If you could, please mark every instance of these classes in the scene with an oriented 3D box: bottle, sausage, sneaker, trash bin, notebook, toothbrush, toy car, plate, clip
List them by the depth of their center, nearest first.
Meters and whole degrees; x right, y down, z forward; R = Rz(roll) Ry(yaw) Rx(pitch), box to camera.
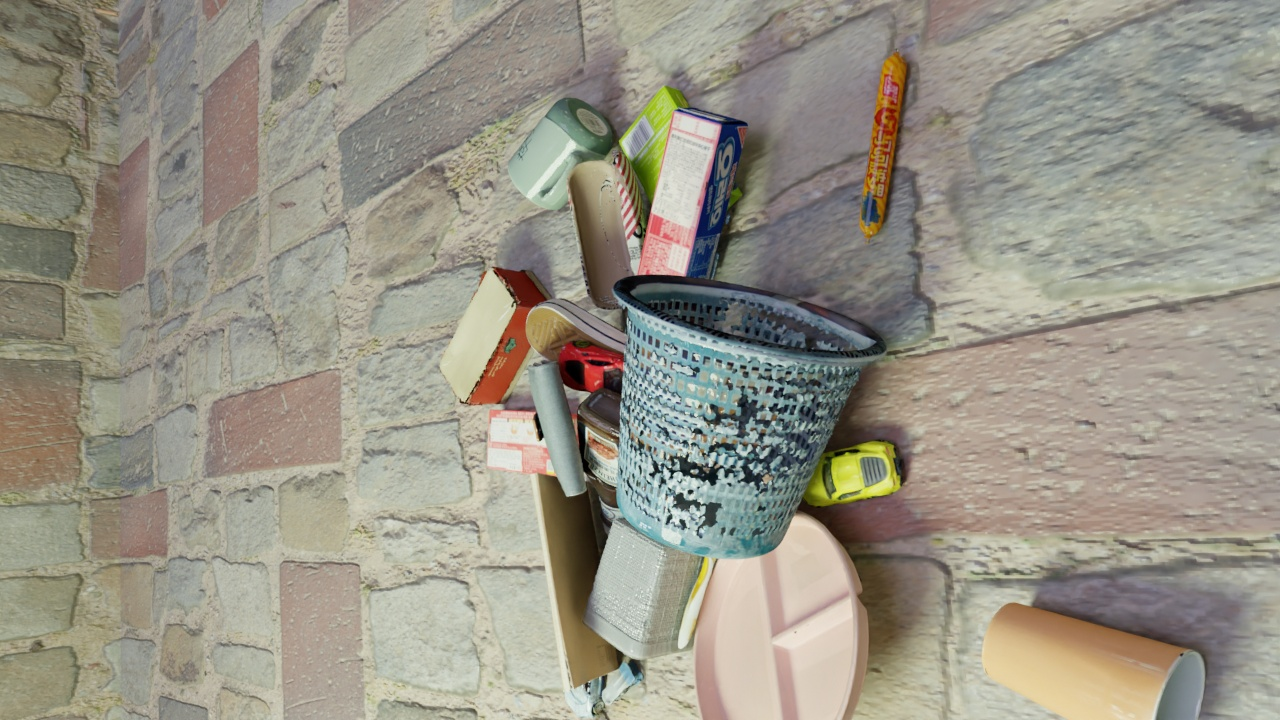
[{"bbox_3d":[0.070,0.049,0.775,0.227,0.226,0.195,28,113,43],"label":"trash bin"},{"bbox_3d":[0.206,-0.182,0.783,0.021,0.021,0.165,12,97,46],"label":"sausage"},{"bbox_3d":[0.175,0.099,0.792,0.105,0.032,0.048,-22,73,45],"label":"toy car"},{"bbox_3d":[0.118,0.244,0.796,0.230,0.028,0.229,-42,39,46],"label":"plate"},{"bbox_3d":[0.065,0.187,0.887,0.016,0.018,0.191,16,87,68],"label":"toothbrush"},{"bbox_3d":[-0.034,0.014,0.894,0.106,0.031,0.049,16,120,28],"label":"toy car"},{"bbox_3d":[-0.024,0.113,0.923,0.080,0.043,0.195,28,143,25],"label":"bottle"},{"bbox_3d":[-0.006,0.006,0.948,0.241,0.087,0.118,34,126,19],"label":"sneaker"},{"bbox_3d":[-0.065,0.226,0.961,0.012,0.149,0.211,-14,76,14],"label":"notebook"},{"bbox_3d":[-0.020,0.350,0.991,0.058,0.035,0.025,-55,54,24],"label":"clip"},{"bbox_3d":[-0.063,0.348,1.024,0.049,0.031,0.105,11,97,48],"label":"toy car"}]

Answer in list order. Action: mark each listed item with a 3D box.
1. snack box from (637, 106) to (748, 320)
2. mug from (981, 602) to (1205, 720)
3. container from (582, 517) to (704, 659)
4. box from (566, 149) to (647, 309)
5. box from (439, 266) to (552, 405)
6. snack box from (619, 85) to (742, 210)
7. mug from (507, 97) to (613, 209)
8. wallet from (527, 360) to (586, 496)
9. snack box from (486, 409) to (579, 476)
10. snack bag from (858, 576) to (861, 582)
[{"bbox_3d":[0.046,-0.135,0.885,0.058,0.057,0.208,26,116,28],"label":"snack box"},{"bbox_3d":[0.304,0.213,0.628,0.123,0.078,0.078,13,97,51],"label":"mug"},{"bbox_3d":[0.010,0.221,0.916,0.090,0.090,0.114,20,100,44],"label":"container"},{"bbox_3d":[-0.033,-0.135,0.975,0.087,0.075,0.162,-12,94,14],"label":"box"},{"bbox_3d":[-0.187,-0.030,1.138,0.091,0.078,0.169,51,122,34],"label":"box"},{"bbox_3d":[0.038,-0.201,0.953,0.086,0.026,0.156,-46,57,34],"label":"snack box"},{"bbox_3d":[-0.088,-0.227,1.034,0.107,0.082,0.111,-42,34,32],"label":"mug"},{"bbox_3d":[-0.088,0.065,0.918,0.106,0.037,0.129,-177,73,-78],"label":"wallet"},{"bbox_3d":[-0.132,0.099,1.112,0.153,0.025,0.075,-1,86,45],"label":"snack box"},{"bbox_3d":[0.154,0.214,0.811,0.045,0.026,0.105,50,122,31],"label":"snack bag"}]
